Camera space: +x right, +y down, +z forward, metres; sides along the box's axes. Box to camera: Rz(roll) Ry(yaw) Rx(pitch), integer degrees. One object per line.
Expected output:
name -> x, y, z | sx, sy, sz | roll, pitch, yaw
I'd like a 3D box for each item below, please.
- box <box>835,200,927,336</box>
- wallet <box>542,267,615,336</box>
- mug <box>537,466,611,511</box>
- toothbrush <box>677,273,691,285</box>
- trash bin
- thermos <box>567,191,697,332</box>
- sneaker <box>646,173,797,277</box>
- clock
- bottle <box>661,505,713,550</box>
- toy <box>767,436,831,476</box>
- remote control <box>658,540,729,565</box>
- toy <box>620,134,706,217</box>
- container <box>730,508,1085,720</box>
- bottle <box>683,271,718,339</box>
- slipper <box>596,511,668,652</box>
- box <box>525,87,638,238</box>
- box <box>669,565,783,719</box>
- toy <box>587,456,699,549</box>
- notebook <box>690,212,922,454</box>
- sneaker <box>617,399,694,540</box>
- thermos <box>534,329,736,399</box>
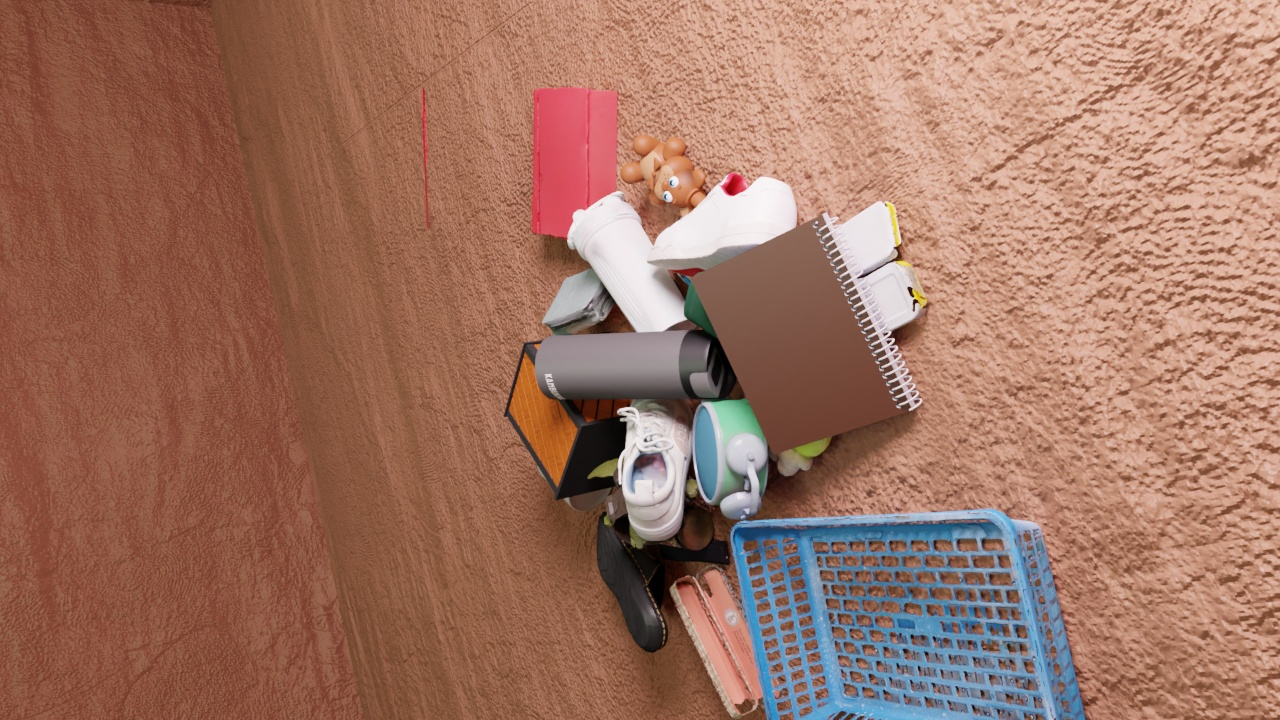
box -> 0.203, -0.068, 0.961 | 0.210, 0.036, 0.129 | -33, 66, 54
wallet -> -0.077, -0.087, 1.307 | 0.132, 0.054, 0.100 | -20, 40, 56
mug -> -0.091, 0.157, 1.395 | 0.097, 0.078, 0.112 | 38, 98, 45
toothbrush -> 0.072, -0.084, 1.149 | 0.189, 0.017, 0.016 | 55, 138, 32
trash bin -> -0.081, 0.074, 1.295 | 0.171, 0.139, 0.140 | 52, 136, 36
thermos -> -0.013, -0.116, 1.200 | 0.220, 0.099, 0.100 | 59, 140, 23
sneaker -> 0.094, -0.158, 1.057 | 0.237, 0.090, 0.104 | -5, 72, 63
clock -> 0.111, 0.115, 1.055 | 0.161, 0.075, 0.122 | -113, 23, -61
bottle -> 0.044, 0.219, 1.220 | 0.105, 0.056, 0.056 | -4, 93, 56
toy -> 0.170, 0.078, 1.019 | 0.092, 0.046, 0.115 | 52, 143, 36
remote control -> 0.070, 0.255, 1.226 | 0.137, 0.015, 0.032 | -11, 88, 55
toy -> 0.036, -0.222, 1.133 | 0.127, 0.065, 0.095 | 49, 136, 31
container -> 0.254, 0.271, 0.899 | 0.363, 0.089, 0.257 | -17, 83, 55
bottle -> 0.112, -0.048, 1.012 | 0.131, 0.061, 0.061 | 37, 123, 43
slipper -> -0.004, 0.302, 1.292 | 0.267, 0.075, 0.113 | -128, 39, -58
box -> -0.093, -0.282, 1.314 | 0.153, 0.164, 0.215 | -57, -29, -74
box -> 0.107, 0.349, 1.147 | 0.187, 0.082, 0.042 | 61, 152, 24
toy -> 0.012, 0.167, 1.176 | 0.180, 0.078, 0.152 | -23, 39, 22
notebook -> 0.165, -0.023, 0.932 | 0.172, 0.022, 0.209 | -23, 94, 35
sneaker -> 0.018, 0.096, 1.115 | 0.241, 0.089, 0.091 | -86, -15, -48
thermos -> -0.007, 0.007, 1.120 | 0.241, 0.082, 0.082 | -2, 96, 29
